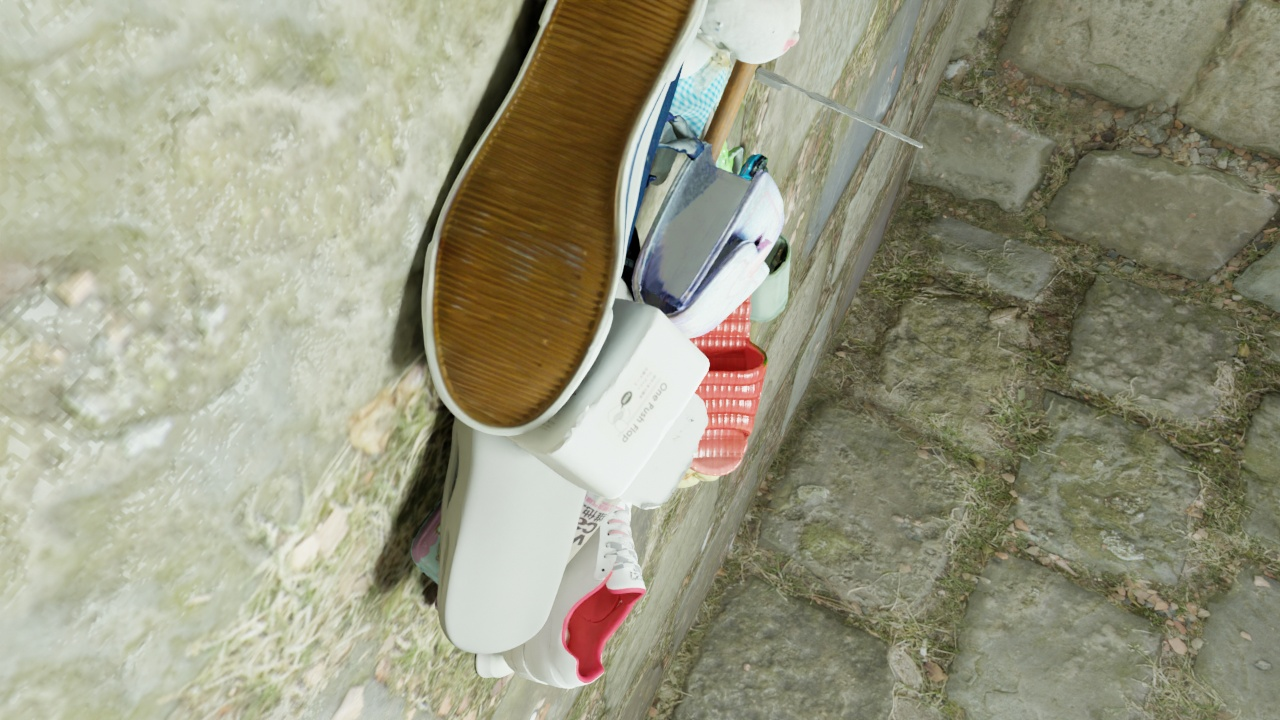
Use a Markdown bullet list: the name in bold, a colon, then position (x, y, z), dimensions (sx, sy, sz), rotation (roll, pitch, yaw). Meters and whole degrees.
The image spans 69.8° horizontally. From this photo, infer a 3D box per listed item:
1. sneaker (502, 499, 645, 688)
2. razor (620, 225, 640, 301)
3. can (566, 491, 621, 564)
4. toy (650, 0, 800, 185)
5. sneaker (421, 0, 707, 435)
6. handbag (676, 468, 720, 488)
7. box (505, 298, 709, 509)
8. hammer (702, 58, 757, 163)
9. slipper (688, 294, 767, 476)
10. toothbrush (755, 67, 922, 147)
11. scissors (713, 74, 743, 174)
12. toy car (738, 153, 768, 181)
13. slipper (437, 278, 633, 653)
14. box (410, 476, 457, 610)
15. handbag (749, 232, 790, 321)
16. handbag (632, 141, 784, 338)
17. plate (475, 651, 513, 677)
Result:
- **sneaker**: position (-0.035, 0.185, 0.847), dimensions (0.090, 0.104, 0.236), rotation (49, 54, -43)
- **razor**: position (-0.023, -0.039, 0.688), dimensions (0.053, 0.064, 0.140), rotation (19, 78, -41)
- **can**: position (-0.057, 0.127, 0.789), dimensions (0.136, 0.054, 0.054), rotation (-51, 168, 13)
- **toy**: position (0.048, -0.214, 0.608), dimensions (0.131, 0.106, 0.205), rotation (-4, 116, -70)
- **sneaker**: position (-0.035, -0.098, 0.533), dimensions (0.127, 0.120, 0.294), rotation (167, -57, -88)
- **handbag**: position (0.060, 0.063, 1.021), dimensions (0.118, 0.122, 0.192), rotation (-78, -177, -51)
- **box**: position (-0.001, 0.043, 0.567), dimensions (0.109, 0.134, 0.107), rotation (-53, -154, -14)
- **hammer**: position (0.097, -0.268, 0.728), dimensions (0.318, 0.083, 0.162), rotation (-67, 165, 5)
- **slipper**: position (0.074, 0.005, 0.910), dimensions (0.059, 0.103, 0.249), rotation (-127, -145, -70)
- **toothbrush**: position (0.194, -0.246, 0.903), dimensions (0.010, 0.181, 0.010), rotation (-53, 164, -25)
- **scissors**: position (0.073, -0.185, 0.844), dimensions (0.171, 0.021, 0.172), rotation (-52, 151, -66)
- **toy car**: position (0.108, -0.178, 1.003), dimensions (0.048, 0.032, 0.106), rotation (-49, 163, -49)
- **slipper**: position (-0.085, 0.060, 0.624), dimensions (0.112, 0.081, 0.266), rotation (12, 92, -34)
- **box**: position (-0.101, 0.089, 0.704), dimensions (0.093, 0.091, 0.213), rotation (-17, -147, 52)
- **handbag**: position (0.108, -0.099, 0.987), dimensions (0.122, 0.106, 0.067), rotation (75, 38, -67)
- **handbag**: position (0.054, -0.076, 0.676), dimensions (0.126, 0.069, 0.158), rotation (-63, 168, 2)
- **plate**: position (-0.100, 0.240, 0.923), dimensions (0.181, 0.034, 0.183), rotation (-57, 163, -29)
